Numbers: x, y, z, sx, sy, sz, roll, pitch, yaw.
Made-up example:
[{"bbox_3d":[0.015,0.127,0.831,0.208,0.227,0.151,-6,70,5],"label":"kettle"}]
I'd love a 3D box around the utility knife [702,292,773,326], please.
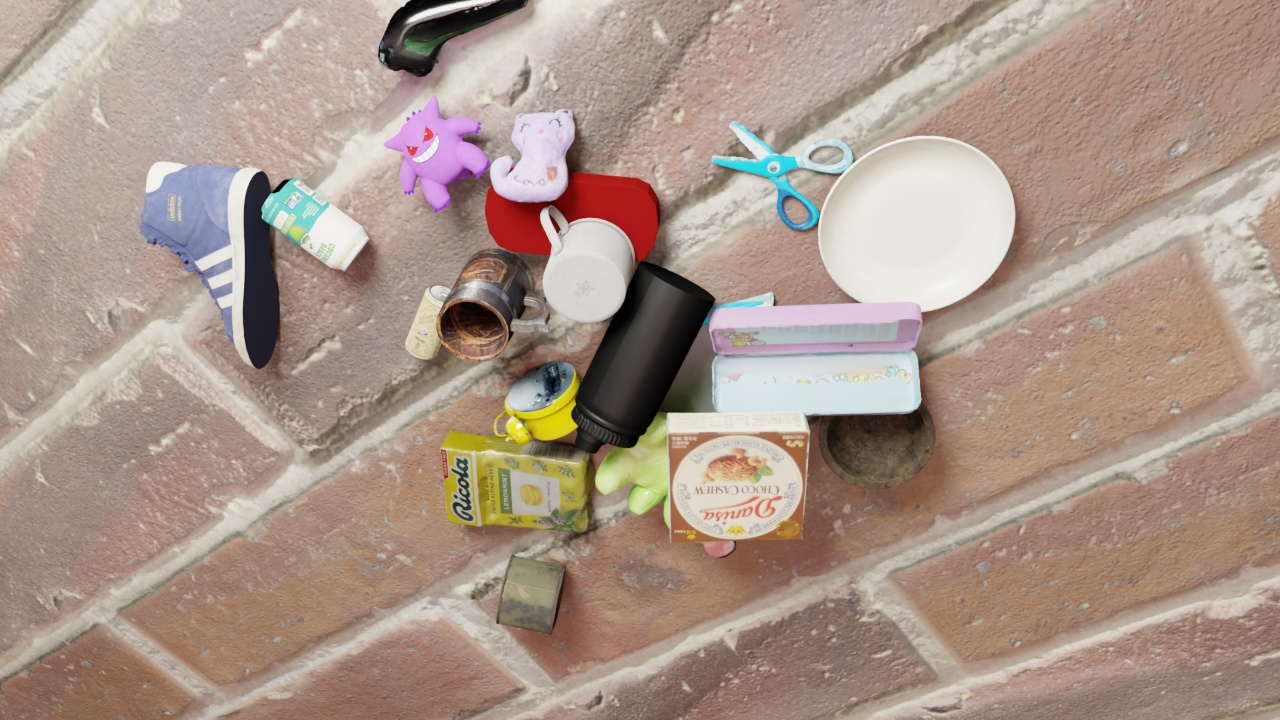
[{"bbox_3d":[0.061,-0.046,0.983,0.167,0.015,0.022,-10,119,12],"label":"utility knife"}]

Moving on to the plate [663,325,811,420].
[{"bbox_3d":[0.111,0.032,1.028,0.178,0.012,0.179,4,122,5],"label":"plate"}]

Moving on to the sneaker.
[{"bbox_3d":[-0.463,-0.102,0.977,0.118,0.091,0.234,12,124,0],"label":"sneaker"}]

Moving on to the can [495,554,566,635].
[{"bbox_3d":[-0.140,0.302,1.184,0.074,0.089,0.090,11,122,0],"label":"can"}]

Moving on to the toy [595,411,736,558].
[{"bbox_3d":[0.057,0.133,1.051,0.196,0.107,0.150,33,107,-23],"label":"toy"}]

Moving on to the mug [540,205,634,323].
[{"bbox_3d":[-0.060,-0.096,0.886,0.084,0.070,0.113,-33,114,24],"label":"mug"}]

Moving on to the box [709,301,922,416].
[{"bbox_3d":[0.176,0.002,0.934,0.214,0.091,0.090,-1,157,10],"label":"box"}]

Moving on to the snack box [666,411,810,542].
[{"bbox_3d":[0.100,0.124,0.965,0.143,0.041,0.147,-1,120,3],"label":"snack box"}]

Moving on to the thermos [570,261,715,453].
[{"bbox_3d":[-0.006,0.006,0.952,0.086,0.086,0.199,25,105,-8],"label":"thermos"}]

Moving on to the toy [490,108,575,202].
[{"bbox_3d":[-0.102,-0.196,0.872,0.080,0.099,0.036,-1,159,7],"label":"toy"}]

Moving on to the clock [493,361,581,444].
[{"bbox_3d":[-0.113,0.050,1.026,0.119,0.083,0.057,-23,124,4],"label":"clock"}]

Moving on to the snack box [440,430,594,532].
[{"bbox_3d":[-0.148,0.153,1.118,0.181,0.045,0.121,6,123,4],"label":"snack box"}]

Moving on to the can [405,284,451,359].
[{"bbox_3d":[-0.230,-0.042,1.012,0.038,0.038,0.080,25,122,-8],"label":"can"}]

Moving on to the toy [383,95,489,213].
[{"bbox_3d":[-0.199,-0.204,0.899,0.106,0.055,0.088,-38,107,15],"label":"toy"}]

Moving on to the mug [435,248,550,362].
[{"bbox_3d":[-0.143,-0.057,0.950,0.116,0.107,0.080,1,122,7],"label":"mug"}]

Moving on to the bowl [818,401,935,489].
[{"bbox_3d":[0.256,0.074,1.006,0.121,0.056,0.121,3,109,8],"label":"bowl"}]

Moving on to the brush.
[{"bbox_3d":[-0.066,-0.149,0.921,0.173,0.041,0.082,6,122,4],"label":"brush"}]

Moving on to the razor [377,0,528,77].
[{"bbox_3d":[-0.170,-0.306,0.839,0.151,0.053,0.067,-16,129,9],"label":"razor"}]

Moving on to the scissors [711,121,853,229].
[{"bbox_3d":[0.132,-0.177,0.896,0.140,0.013,0.118,6,124,1],"label":"scissors"}]

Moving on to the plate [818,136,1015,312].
[{"bbox_3d":[0.265,-0.133,0.891,0.182,0.034,0.183,4,122,5],"label":"plate"}]

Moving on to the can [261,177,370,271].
[{"bbox_3d":[-0.338,-0.141,0.955,0.101,0.054,0.055,37,119,-15],"label":"can"}]
